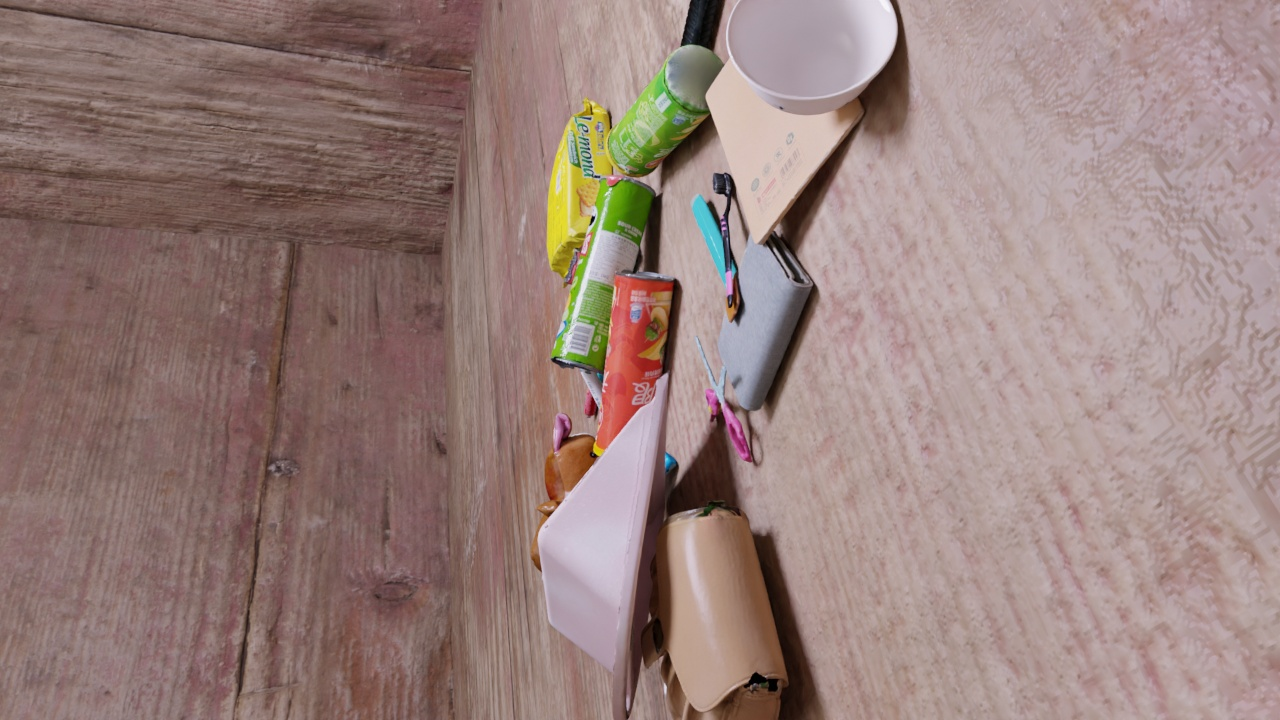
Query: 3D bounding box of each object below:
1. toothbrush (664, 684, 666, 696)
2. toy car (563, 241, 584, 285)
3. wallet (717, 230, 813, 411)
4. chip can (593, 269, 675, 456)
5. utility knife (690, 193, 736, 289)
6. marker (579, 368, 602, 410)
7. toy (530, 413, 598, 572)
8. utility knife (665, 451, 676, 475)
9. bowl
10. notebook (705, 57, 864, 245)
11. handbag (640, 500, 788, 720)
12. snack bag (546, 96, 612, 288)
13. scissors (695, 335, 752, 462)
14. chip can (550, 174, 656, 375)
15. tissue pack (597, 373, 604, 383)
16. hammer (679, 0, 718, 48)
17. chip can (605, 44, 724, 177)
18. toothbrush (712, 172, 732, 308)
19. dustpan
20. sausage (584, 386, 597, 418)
[{"bbox_3d":[0.031,0.271,0.984,0.016,0.016,0.180,169,103,-74],"label":"toothbrush"},{"bbox_3d":[-0.075,-0.131,1.229,0.106,0.031,0.049,-66,-3,-72],"label":"toy car"},{"bbox_3d":[0.098,-0.039,0.798,0.106,0.037,0.130,-111,30,-50],"label":"wallet"},{"bbox_3d":[-0.006,0.006,1.058,0.073,0.073,0.217,-144,61,-69],"label":"chip can"},{"bbox_3d":[0.078,-0.110,0.911,0.029,0.013,0.175,108,153,-45],"label":"utility knife"},{"bbox_3d":[-0.041,0.059,1.142,0.023,0.018,0.131,-16,105,40],"label":"marker"},{"bbox_3d":[-0.075,0.176,1.164,0.140,0.131,0.199,57,-153,-55],"label":"toy"},{"bbox_3d":[-0.037,0.178,1.048,0.219,0.018,0.034,-47,32,19],"label":"utility knife"},{"bbox_3d":[0.123,-0.220,0.670,0.065,0.118,0.118,71,-166,-68],"label":"bowl"},{"bbox_3d":[0.115,-0.220,0.783,0.148,0.008,0.207,-53,36,41],"label":"notebook"},{"bbox_3d":[0.057,0.226,0.775,0.148,0.099,0.204,105,160,-47],"label":"handbag"},{"bbox_3d":[-0.093,-0.249,1.371,0.158,0.068,0.246,140,132,-66],"label":"snack bag"},{"bbox_3d":[0.074,0.037,0.847,0.133,0.017,0.134,90,161,-66],"label":"scissors"},{"bbox_3d":[-0.045,-0.101,1.103,0.072,0.072,0.236,170,117,-72],"label":"chip can"},{"bbox_3d":[-0.034,-0.025,1.176,0.093,0.050,0.133,119,149,-55],"label":"tissue pack"},{"bbox_3d":[0.082,-0.441,0.921,0.128,0.032,0.301,-115,33,-56],"label":"hammer"},{"bbox_3d":[0.025,-0.267,1.002,0.222,0.072,0.072,160,112,-71],"label":"chip can"},{"bbox_3d":[0.077,-0.117,0.851,0.014,0.018,0.188,107,169,-47],"label":"toothbrush"},{"bbox_3d":[0.007,0.189,0.867,0.139,0.272,0.223,27,144,25],"label":"dustpan"},{"bbox_3d":[-0.061,0.015,1.305,0.020,0.020,0.156,-119,36,-58],"label":"sausage"}]
